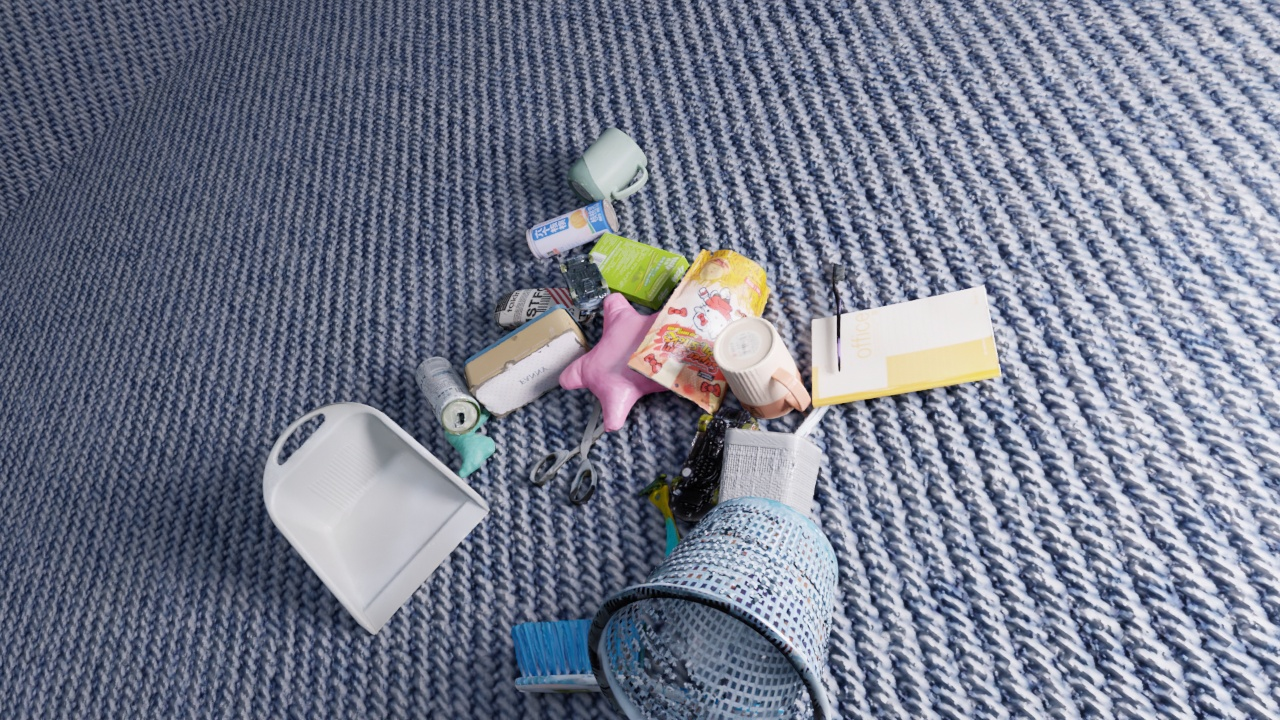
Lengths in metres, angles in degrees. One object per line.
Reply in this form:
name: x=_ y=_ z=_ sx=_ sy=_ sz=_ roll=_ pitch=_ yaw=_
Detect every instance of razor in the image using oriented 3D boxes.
razor: x=0.030 y=0.196 z=1.067 sx=0.043 sy=0.028 sz=0.132 roll=-42 pitch=40 yaw=27

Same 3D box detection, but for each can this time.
can: x=-0.273 y=0.048 z=1.296 sx=0.058 sy=0.058 sz=0.147 roll=-42 pitch=36 yaw=-4
can: x=-0.105 y=-0.200 z=1.403 sx=0.135 sy=0.053 sz=0.053 roll=-18 pitch=51 yaw=16

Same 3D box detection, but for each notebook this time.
notebook: x=0.301 y=-0.016 z=1.066 sx=0.207 sy=0.010 sz=0.145 roll=-11 pitch=43 yaw=21

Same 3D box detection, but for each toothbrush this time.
toothbrush: x=0.244 y=-0.056 z=1.123 sx=0.017 sy=0.014 sz=0.188 roll=0 pitch=47 yaw=10

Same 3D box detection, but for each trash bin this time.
trash bin: x=0.093 y=0.243 z=0.872 sx=0.227 sy=0.227 sz=0.194 roll=0 pitch=28 yaw=28

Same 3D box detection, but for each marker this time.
marker: x=0.195 y=0.076 z=1.071 sx=0.017 sy=0.017 sz=0.145 roll=31 pitch=76 yaw=40

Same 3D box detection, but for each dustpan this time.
dustpan: x=-0.377 y=0.183 z=1.223 sx=0.222 sy=0.142 sz=0.258 roll=-47 pitch=48 yaw=-9

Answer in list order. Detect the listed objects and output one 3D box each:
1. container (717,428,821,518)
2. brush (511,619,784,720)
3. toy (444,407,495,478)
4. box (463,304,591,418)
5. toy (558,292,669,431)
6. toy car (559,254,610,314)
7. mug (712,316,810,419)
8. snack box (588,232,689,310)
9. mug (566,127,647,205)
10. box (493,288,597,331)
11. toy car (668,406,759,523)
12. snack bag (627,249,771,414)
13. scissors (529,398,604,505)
container: x=0.137 y=0.141 z=0.997 sx=0.090 sy=0.090 sz=0.114 roll=3 pitch=74 yaw=29
brush: x=0.002 y=0.329 z=0.976 sx=0.315 sy=0.060 sz=0.109 roll=-9 pitch=60 yaw=20
toy: x=-0.234 y=0.108 z=1.271 sx=0.096 sy=0.030 sz=0.092 roll=-43 pitch=50 yaw=-14
box: x=-0.148 y=0.000 z=1.263 sx=0.184 sy=0.090 sz=0.060 roll=-31 pitch=47 yaw=2
toy: x=-0.007 y=0.007 z=1.192 sx=0.179 sy=0.075 sz=0.194 roll=19 pitch=68 yaw=23
toy car: x=-0.079 y=-0.109 z=1.298 sx=0.054 sy=0.037 sz=0.120 roll=-19 pitch=41 yaw=-6
mug: x=0.149 y=0.016 z=1.078 sx=0.081 sy=0.106 sz=0.114 roll=-46 pitch=49 yaw=-8
snack box: x=-0.014 y=-0.131 z=1.323 sx=0.156 sy=0.026 sz=0.085 roll=22 pitch=70 yaw=38
mug: x=-0.045 y=-0.288 z=1.418 sx=0.112 sy=0.082 sz=0.106 roll=36 pitch=77 yaw=28
box: x=-0.141 y=-0.076 z=1.336 sx=0.164 sy=0.056 sz=0.070 roll=-3 pitch=38 yaw=23
toy car: x=0.086 y=0.123 z=1.079 sx=0.070 sy=0.042 sz=0.157 roll=12 pitch=61 yaw=34
snack bag: x=0.083 y=-0.041 z=1.167 sx=0.128 sy=0.073 sz=0.207 roll=32 pitch=63 yaw=-3
scissors: x=-0.073 y=0.112 z=1.195 sx=0.159 sy=0.014 sz=0.177 roll=-19 pitch=48 yaw=12
